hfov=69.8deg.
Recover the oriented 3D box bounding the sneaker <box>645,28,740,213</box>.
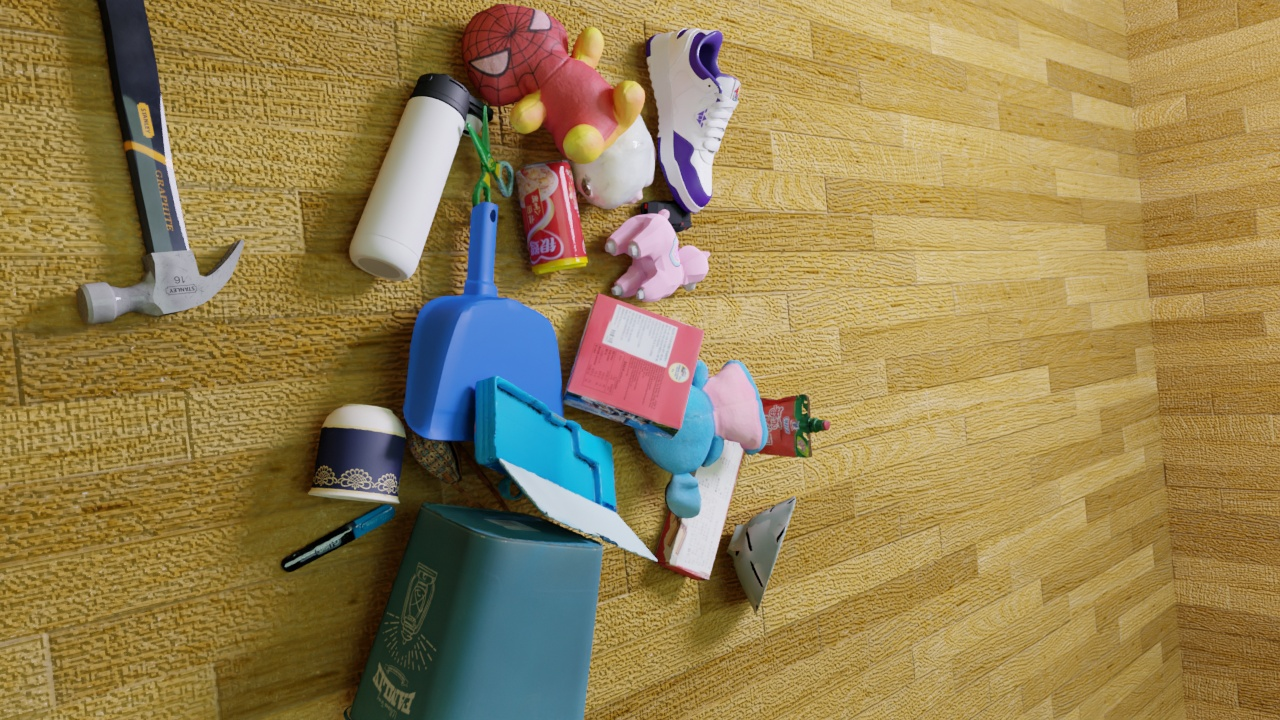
[{"bbox_3d":[0.084,-0.323,1.216,0.091,0.111,0.244,-11,92,-62],"label":"sneaker"}]

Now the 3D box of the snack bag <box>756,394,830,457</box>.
[{"bbox_3d":[0.201,0.091,1.276,0.044,0.155,0.087,2,86,-38],"label":"snack bag"}]

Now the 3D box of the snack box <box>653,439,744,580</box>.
[{"bbox_3d":[0.092,0.158,1.251,0.076,0.044,0.272,30,67,-30],"label":"snack box"}]

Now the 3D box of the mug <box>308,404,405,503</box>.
[{"bbox_3d":[-0.271,0.094,0.912,0.112,0.086,0.089,45,48,-72],"label":"mug"}]

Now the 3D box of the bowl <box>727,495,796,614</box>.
[{"bbox_3d":[0.159,0.260,1.281,0.174,0.068,0.174,19,89,-81],"label":"bowl"}]

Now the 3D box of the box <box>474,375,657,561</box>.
[{"bbox_3d":[-0.084,0.131,0.971,0.243,0.060,0.175,38,22,-54],"label":"box"}]

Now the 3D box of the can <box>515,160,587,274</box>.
[{"bbox_3d":[-0.105,-0.167,1.080,0.066,0.067,0.124,-14,96,-42],"label":"can"}]

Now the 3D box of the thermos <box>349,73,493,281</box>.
[{"bbox_3d":[-0.228,-0.192,0.976,0.101,0.069,0.229,36,63,-49],"label":"thermos"}]

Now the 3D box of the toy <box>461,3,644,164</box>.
[{"bbox_3d":[-0.107,-0.314,1.027,0.216,0.099,0.147,41,65,9],"label":"toy"}]

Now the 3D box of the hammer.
[{"bbox_3d":[-0.442,-0.194,0.805,0.139,0.035,0.312,-13,96,-43],"label":"hammer"}]

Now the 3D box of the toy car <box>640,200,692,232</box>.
[{"bbox_3d":[0.039,-0.194,1.230,0.091,0.036,0.042,-9,93,-42],"label":"toy car"}]

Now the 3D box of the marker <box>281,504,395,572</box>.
[{"bbox_3d":[-0.300,0.177,0.917,0.122,0.015,0.018,-28,106,-38],"label":"marker"}]

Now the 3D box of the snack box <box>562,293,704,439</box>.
[{"bbox_3d":[-0.007,0.007,1.115,0.145,0.040,0.142,19,60,-6],"label":"snack box"}]

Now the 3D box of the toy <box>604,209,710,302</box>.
[{"bbox_3d":[0.028,-0.133,1.189,0.157,0.067,0.123,-30,122,-41],"label":"toy"}]

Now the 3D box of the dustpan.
[{"bbox_3d":[-0.158,-0.043,0.994,0.245,0.060,0.257,9,84,-60],"label":"dustpan"}]

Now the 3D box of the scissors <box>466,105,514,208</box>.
[{"bbox_3d":[-0.166,-0.225,1.029,0.108,0.012,0.132,-42,139,-59],"label":"scissors"}]

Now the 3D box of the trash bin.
[{"bbox_3d":[-0.150,0.267,0.901,0.199,0.197,0.218,15,86,-41],"label":"trash bin"}]

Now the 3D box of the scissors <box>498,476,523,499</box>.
[{"bbox_3d":[-0.129,0.096,1.076,0.134,0.016,0.083,-43,113,-37],"label":"scissors"}]

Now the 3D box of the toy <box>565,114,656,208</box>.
[{"bbox_3d":[-0.025,-0.257,1.145,0.179,0.102,0.139,-7,93,-66],"label":"toy"}]

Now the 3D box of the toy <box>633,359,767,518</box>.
[{"bbox_3d":[0.079,0.085,1.189,0.191,0.099,0.224,-11,83,-25],"label":"toy"}]

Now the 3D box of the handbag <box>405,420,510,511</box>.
[{"bbox_3d":[-0.178,0.123,0.988,0.043,0.093,0.196,-31,122,5],"label":"handbag"}]
